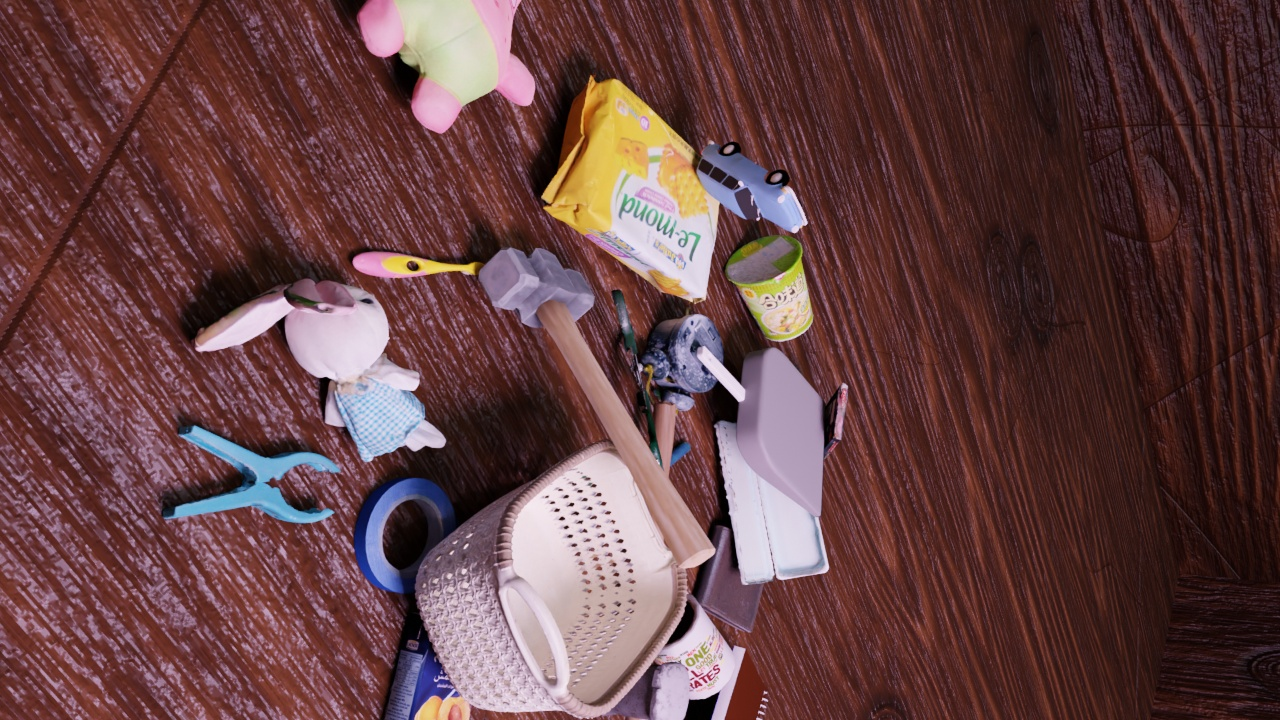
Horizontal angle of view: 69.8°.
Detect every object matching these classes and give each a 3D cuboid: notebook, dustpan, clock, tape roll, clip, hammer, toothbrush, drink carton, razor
[{"bbox_3d":[0.096,0.451,1.035,0.172,0.022,0.208,66,40,-52],"label":"notebook"},{"bbox_3d":[0.146,0.056,1.071,0.257,0.033,0.162,44,43,-40],"label":"dustpan"},{"bbox_3d":[0.045,0.003,1.030,0.090,0.052,0.129,57,48,-30],"label":"clock"},{"bbox_3d":[-0.195,0.145,0.766,0.092,0.016,0.091,-49,122,-40],"label":"tape roll"},{"bbox_3d":[-0.277,0.074,0.672,0.126,0.028,0.113,30,66,-43],"label":"clip"},{"bbox_3d":[-0.031,0.036,0.805,0.117,0.051,0.322,13,41,-59],"label":"hammer"},{"bbox_3d":[-0.190,-0.081,0.794,0.135,0.016,0.021,-2,91,-47],"label":"toothbrush"},{"bbox_3d":[-0.174,0.278,0.762,0.064,0.040,0.130,28,66,-46],"label":"drink carton"},{"bbox_3d":[0.014,0.122,1.009,0.143,0.022,0.042,-29,110,-47],"label":"razor"},{"bbox_3d":[0.010,0.204,0.943,0.052,0.098,0.328,19,71,-47],"label":"hammer"}]

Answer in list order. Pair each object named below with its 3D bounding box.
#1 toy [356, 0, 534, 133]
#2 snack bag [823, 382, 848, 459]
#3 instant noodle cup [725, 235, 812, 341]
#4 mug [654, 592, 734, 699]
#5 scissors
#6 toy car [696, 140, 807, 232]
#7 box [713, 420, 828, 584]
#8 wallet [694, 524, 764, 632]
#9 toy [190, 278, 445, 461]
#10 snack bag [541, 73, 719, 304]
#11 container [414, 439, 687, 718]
[{"bbox_3d":[-0.149,-0.310,0.803,0.192,0.097,0.236,62,38,-37],"label":"toy"},{"bbox_3d":[0.243,0.093,1.208,0.155,0.018,0.074,98,5,-67],"label":"snack bag"},{"bbox_3d":[0.170,-0.087,1.159,0.098,0.099,0.108,-58,137,-34],"label":"instant noodle cup"},{"bbox_3d":[0.050,0.300,1.005,0.089,0.074,0.105,58,19,-29],"label":"mug"},{"bbox_3d":[-0.005,0.005,0.906,0.201,0.015,0.204,-104,179,-45],"label":"scissors"},{"bbox_3d":[0.114,-0.181,0.966,0.054,0.153,0.056,-41,135,-4],"label":"toy car"},{"bbox_3d":[0.157,0.166,1.114,0.125,0.075,0.197,4,70,-41],"label":"box"},{"bbox_3d":[0.114,0.265,1.108,0.120,0.031,0.099,41,59,-42],"label":"wallet"},{"bbox_3d":[-0.212,-0.001,0.704,0.205,0.131,0.105,53,34,-40],"label":"toy"},{"bbox_3d":[-0.003,-0.176,0.977,0.247,0.068,0.159,31,64,-45],"label":"snack bag"},{"bbox_3d":[-0.068,0.183,0.775,0.245,0.143,0.184,-28,95,-62],"label":"container"}]
